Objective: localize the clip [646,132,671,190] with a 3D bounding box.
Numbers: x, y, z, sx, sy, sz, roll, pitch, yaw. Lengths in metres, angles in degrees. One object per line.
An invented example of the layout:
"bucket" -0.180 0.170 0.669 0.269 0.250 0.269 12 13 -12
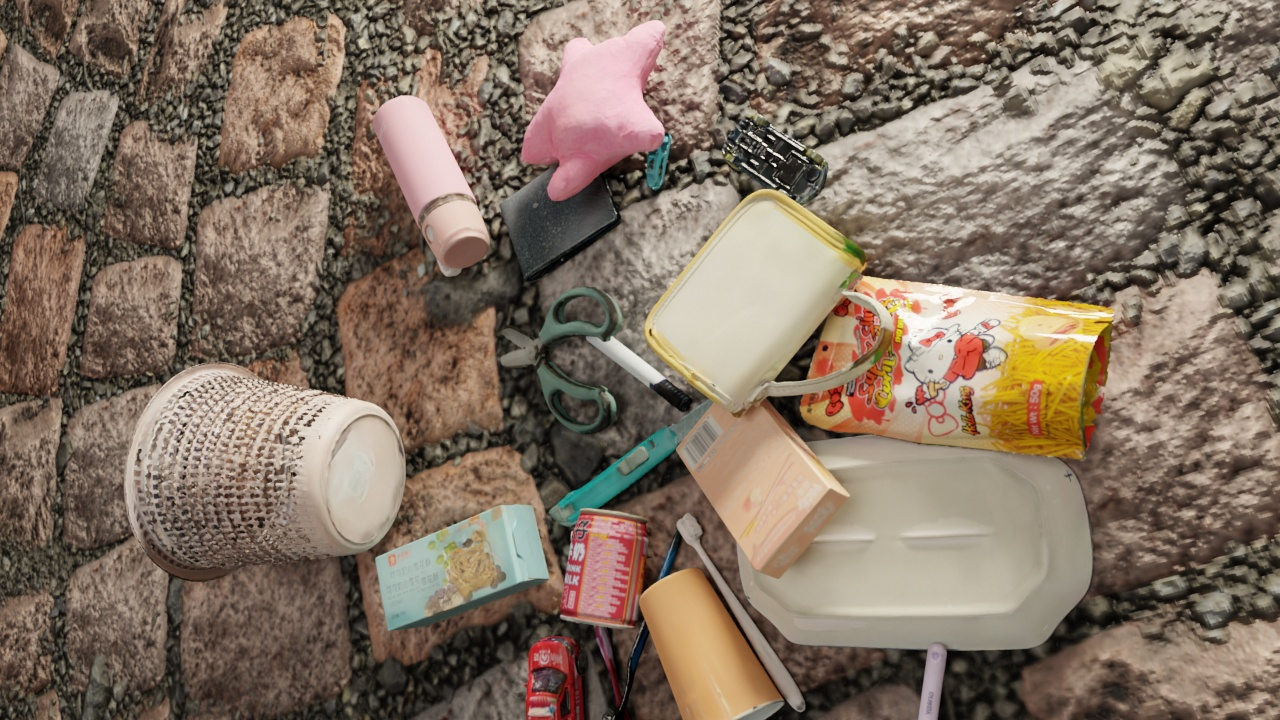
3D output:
"clip" 0.016 -0.186 0.850 0.015 0.048 0.057 9 90 31

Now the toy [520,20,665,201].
"toy" -0.050 -0.237 0.864 0.179 0.074 0.194 -21 55 31

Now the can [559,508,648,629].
"can" -0.029 0.177 0.781 0.067 0.066 0.093 0 74 31

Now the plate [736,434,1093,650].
"plate" 0.186 0.132 0.679 0.266 0.034 0.162 -8 77 30

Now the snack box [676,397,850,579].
"snack box" 0.090 0.086 0.716 0.084 0.026 0.157 -52 36 13

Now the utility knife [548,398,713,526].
"utility knife" -0.004 0.090 0.816 0.210 0.013 0.029 -38 69 20

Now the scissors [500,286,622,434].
"scissors" -0.076 0.011 0.865 0.178 0.019 0.169 -16 83 41

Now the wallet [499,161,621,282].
"wallet" -0.081 -0.146 0.903 0.121 0.019 0.097 -30 66 22

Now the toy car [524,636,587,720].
"toy car" -0.074 0.305 0.804 0.053 0.045 0.120 -12 73 28

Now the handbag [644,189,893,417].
"handbag" 0.109 -0.029 0.720 0.163 0.063 0.179 -51 50 6

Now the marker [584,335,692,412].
"marker" -0.005 0.005 0.827 0.131 0.022 0.018 37 100 30

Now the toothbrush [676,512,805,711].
"toothbrush" 0.081 0.200 0.742 0.180 0.016 0.016 57 139 26

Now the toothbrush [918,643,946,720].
"toothbrush" 0.197 0.294 0.648 0.029 0.021 0.189 8 89 25

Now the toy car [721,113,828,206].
"toy car" 0.115 -0.168 0.777 0.105 0.031 0.049 44 105 31

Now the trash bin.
"trash bin" -0.357 0.114 0.927 0.192 0.227 0.227 0 81 19

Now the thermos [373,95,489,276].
"thermos" -0.223 -0.181 0.974 0.198 0.067 0.087 61 144 23

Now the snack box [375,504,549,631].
"snack box" -0.173 0.199 0.878 0.175 0.051 0.074 -25 70 25

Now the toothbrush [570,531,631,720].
"toothbrush" -0.037 0.242 0.809 0.017 0.016 0.187 -30 67 34

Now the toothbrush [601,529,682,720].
"toothbrush" 0.000 0.233 0.778 0.016 0.014 0.189 15 83 39

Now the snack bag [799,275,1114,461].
"snack bag" 0.223 0.003 0.667 0.208 0.073 0.128 10 80 38

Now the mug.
"mug" 0.051 0.231 0.725 0.078 0.078 0.122 -40 58 19
